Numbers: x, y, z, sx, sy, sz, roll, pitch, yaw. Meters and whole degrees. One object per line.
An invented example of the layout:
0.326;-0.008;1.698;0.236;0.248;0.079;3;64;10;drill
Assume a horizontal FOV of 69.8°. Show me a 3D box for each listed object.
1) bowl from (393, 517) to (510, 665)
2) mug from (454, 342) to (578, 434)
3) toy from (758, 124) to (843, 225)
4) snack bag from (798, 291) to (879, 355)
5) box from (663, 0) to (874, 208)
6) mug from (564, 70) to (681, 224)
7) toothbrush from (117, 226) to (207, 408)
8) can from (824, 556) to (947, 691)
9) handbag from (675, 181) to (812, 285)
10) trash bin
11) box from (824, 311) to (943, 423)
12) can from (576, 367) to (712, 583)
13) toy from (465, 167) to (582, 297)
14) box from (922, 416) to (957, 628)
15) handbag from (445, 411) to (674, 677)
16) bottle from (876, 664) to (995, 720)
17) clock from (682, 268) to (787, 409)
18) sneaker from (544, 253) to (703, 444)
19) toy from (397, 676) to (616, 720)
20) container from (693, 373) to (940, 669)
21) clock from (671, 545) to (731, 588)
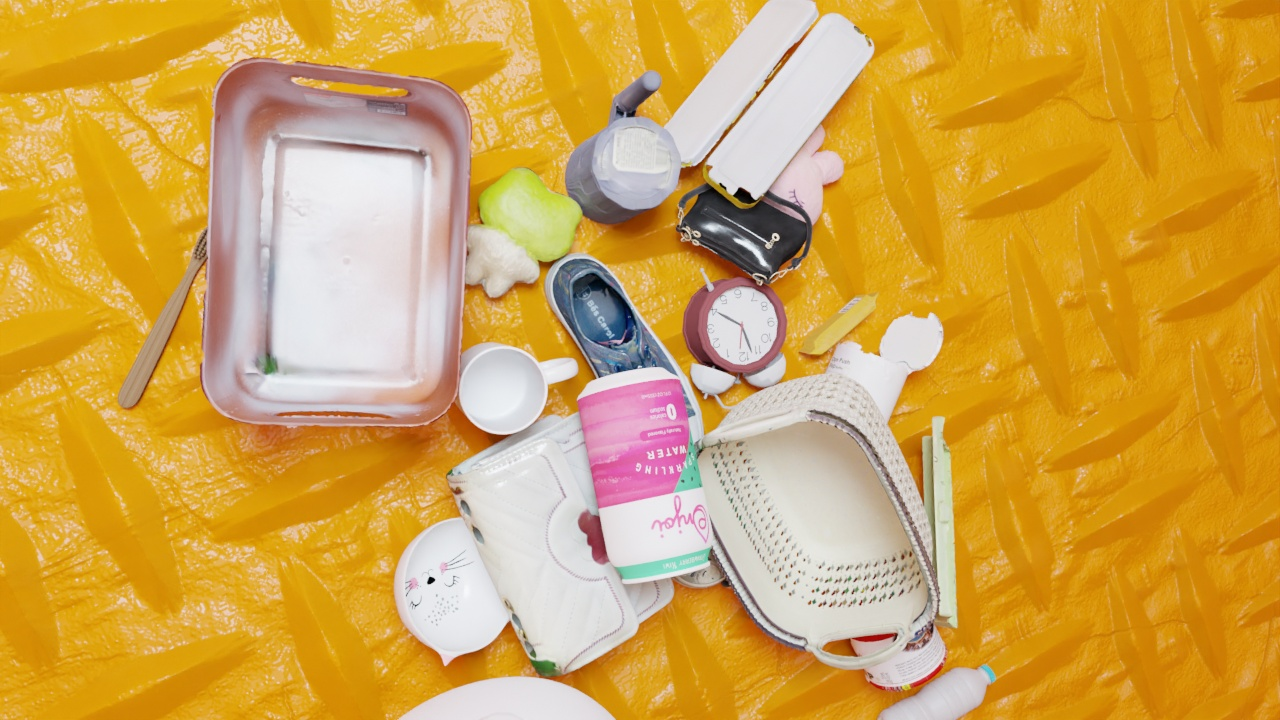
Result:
-0.170;0.199;0.808;0.114;0.051;0.114;16;66;-41;bowl
-0.109;0.018;0.807;0.110;0.090;0.074;-15;97;-15;mug
0.151;-0.187;0.895;0.105;0.053;0.108;-41;102;-26;toy
0.202;-0.037;0.929;0.099;0.026;0.020;-40;102;-12;snack bag
0.113;-0.247;0.855;0.128;0.045;0.209;35;81;20;box
-0.013;-0.187;0.816;0.083;0.104;0.124;12;90;-16;mug
-0.391;-0.037;0.761;0.016;0.016;0.166;26;87;-15;toothbrush
0.247;0.259;0.927;0.086;0.087;0.116;-29;100;-13;can
0.094;-0.122;0.856;0.128;0.054;0.078;31;58;9;handbag
-0.236;-0.082;0.730;0.181;0.157;0.259;2;92;-16;trash bin
0.227;0.014;0.910;0.094;0.084;0.165;20;94;-28;box
0.004;0.094;0.759;0.088;0.088;0.165;-9;81;-16;can
-0.112;-0.110;0.824;0.092;0.043;0.117;34;86;-14;toy
0.292;0.160;0.893;0.030;0.138;0.187;-3;71;21;box
-0.070;0.156;0.808;0.141;0.096;0.198;-29;100;-31;handbag
0.318;0.365;0.977;0.136;0.044;0.044;-25;100;-14;bottle
0.093;-0.022;0.886;0.096;0.048;0.137;-7;94;-16;clock
-0.005;0.005;0.843;0.087;0.079;0.235;-32;101;-12;sneaker
-0.110;0.403;0.753;0.263;0.265;0.281;-17;127;0;toy
0.159;0.133;0.825;0.185;0.142;0.251;-20;107;30;container
0.070;0.185;0.889;0.141;0.054;0.093;35;84;-13;clock
